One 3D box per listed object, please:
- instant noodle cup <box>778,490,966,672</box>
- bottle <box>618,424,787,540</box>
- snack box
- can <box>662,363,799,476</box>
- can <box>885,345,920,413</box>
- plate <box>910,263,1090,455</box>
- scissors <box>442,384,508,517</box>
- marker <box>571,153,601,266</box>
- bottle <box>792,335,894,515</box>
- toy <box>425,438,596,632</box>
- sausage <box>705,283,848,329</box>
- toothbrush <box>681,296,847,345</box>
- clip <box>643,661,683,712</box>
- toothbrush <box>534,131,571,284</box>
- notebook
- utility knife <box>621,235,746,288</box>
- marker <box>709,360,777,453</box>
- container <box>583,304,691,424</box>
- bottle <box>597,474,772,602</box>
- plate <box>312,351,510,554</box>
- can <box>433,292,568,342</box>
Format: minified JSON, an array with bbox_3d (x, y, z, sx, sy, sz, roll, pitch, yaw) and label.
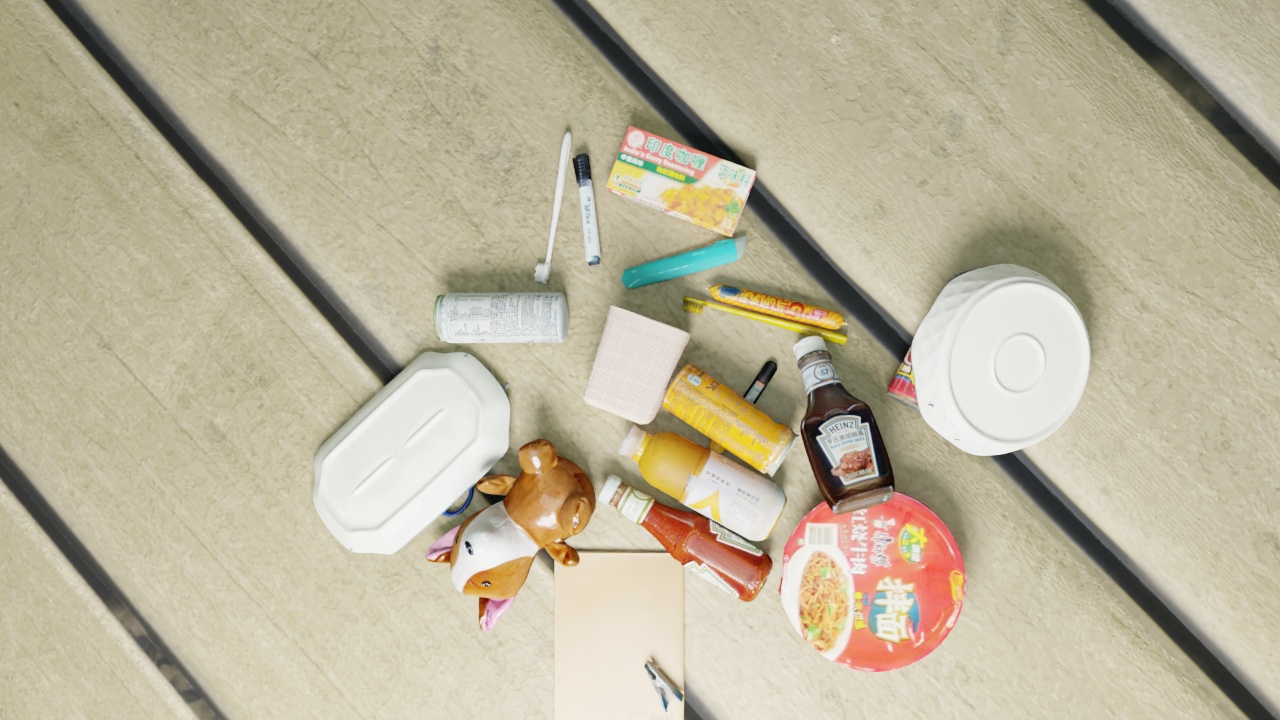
[{"bbox_3d":[0.246,0.232,0.996,0.194,0.066,0.194,0,88,4],"label":"instant noodle cup"},{"bbox_3d":[0.066,0.130,1.014,0.189,0.068,0.068,28,90,6],"label":"bottle"},{"bbox_3d":[0.046,-0.205,1.051,0.156,0.027,0.077,21,88,6],"label":"snack box"},{"bbox_3d":[0.097,0.064,1.004,0.146,0.058,0.058,33,91,12],"label":"can"},{"bbox_3d":[0.324,-0.009,1.004,0.053,0.053,0.132,28,90,6],"label":"can"},{"bbox_3d":[0.387,0.002,0.969,0.204,0.045,0.205,-2,99,-14],"label":"plate"},{"bbox_3d":[-0.213,0.095,1.070,0.125,0.012,0.173,1,86,6],"label":"scissors"},{"bbox_3d":[-0.062,-0.175,1.065,0.023,0.018,0.130,-7,86,13],"label":"marker"},{"bbox_3d":[0.209,0.064,0.984,0.080,0.044,0.194,-15,63,2],"label":"bottle"},{"bbox_3d":[-0.140,0.191,1.009,0.200,0.130,0.140,-42,68,12],"label":"toy"},{"bbox_3d":[0.153,-0.061,1.038,0.165,0.021,0.021,14,89,6],"label":"sausage"},{"bbox_3d":[0.140,-0.043,1.042,0.190,0.015,0.016,14,93,5],"label":"toothbrush"},{"bbox_3d":[0.023,0.360,1.023,0.045,0.027,0.058,-38,83,8],"label":"clip"},{"bbox_3d":[-0.101,-0.179,1.070,0.016,0.016,0.180,10,89,11],"label":"toothbrush"},{"bbox_3d":[-0.025,0.324,1.043,0.149,0.012,0.211,0,87,4],"label":"notebook"},{"bbox_3d":[0.051,-0.112,1.055,0.151,0.012,0.029,-14,84,7],"label":"utility knife"},{"bbox_3d":[0.118,0.053,1.041,0.018,0.015,0.124,34,88,7],"label":"marker"},{"bbox_3d":[-0.006,0.006,1.019,0.090,0.090,0.111,20,93,5],"label":"container"},{"bbox_3d":[0.047,0.192,1.020,0.206,0.060,0.060,31,90,6],"label":"bottle"},{"bbox_3d":[-0.271,0.104,1.053,0.266,0.034,0.162,-41,78,3],"label":"plate"},{"bbox_3d":[-0.158,-0.049,1.047,0.147,0.058,0.058,0,87,5],"label":"can"}]
